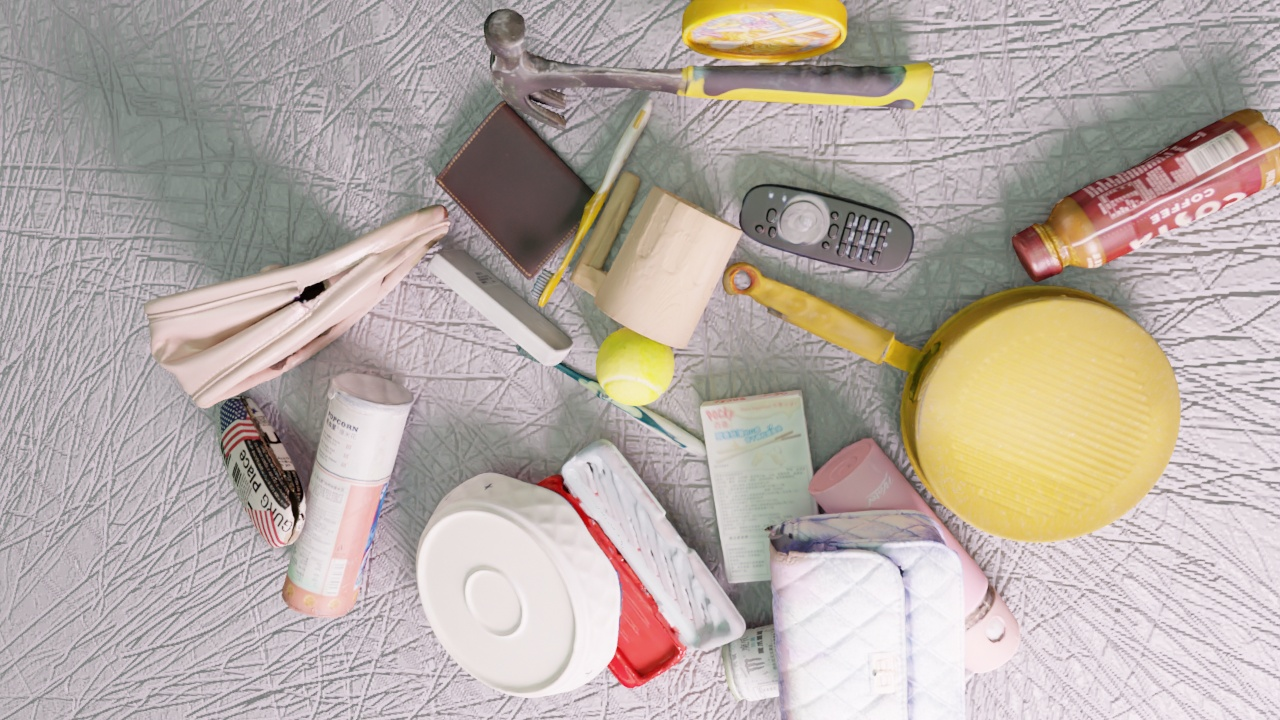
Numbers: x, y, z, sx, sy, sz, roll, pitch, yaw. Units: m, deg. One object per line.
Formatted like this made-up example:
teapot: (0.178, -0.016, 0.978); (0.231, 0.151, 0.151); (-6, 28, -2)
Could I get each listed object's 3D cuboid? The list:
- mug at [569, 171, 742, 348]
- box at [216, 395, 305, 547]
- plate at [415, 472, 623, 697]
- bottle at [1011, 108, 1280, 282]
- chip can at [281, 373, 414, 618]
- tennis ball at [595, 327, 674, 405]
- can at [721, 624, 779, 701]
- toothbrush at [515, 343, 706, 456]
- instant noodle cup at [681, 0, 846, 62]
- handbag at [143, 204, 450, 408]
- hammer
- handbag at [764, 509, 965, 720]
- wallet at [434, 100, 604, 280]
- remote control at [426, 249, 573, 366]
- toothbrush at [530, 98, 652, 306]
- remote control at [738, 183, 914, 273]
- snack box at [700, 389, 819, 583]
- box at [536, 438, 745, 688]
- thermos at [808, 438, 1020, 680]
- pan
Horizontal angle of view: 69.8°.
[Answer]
mug: (0.008, -0.084, 0.738); (0.125, 0.084, 0.104); (35, 105, 32)
box: (-0.344, 0.098, 0.834); (0.069, 0.052, 0.164); (-49, 61, 16)
plate: (-0.114, 0.200, 0.791); (0.205, 0.045, 0.205); (9, 108, 29)
bottle: (0.359, -0.113, 0.658); (0.175, 0.057, 0.057); (-27, 93, 15)
chip can: (-0.267, 0.123, 0.830); (0.071, 0.071, 0.215); (21, 103, 8)
tennis ball: (-0.004, 0.004, 0.754); (0.065, 0.065, 0.065); (2, 99, 12)
can: (0.145, 0.243, 0.765); (0.147, 0.058, 0.058); (-16, 95, 15)
toothbrush: (-0.026, 0.032, 0.789); (0.191, 0.018, 0.016); (30, 105, 6)
instant noodle cup: (0.090, -0.289, 0.663); (0.118, 0.118, 0.114); (1, 92, 12)
handbag: (-0.256, -0.061, 0.745); (0.234, 0.193, 0.093); (-26, 99, 7)
hammer: (0.052, -0.209, 0.686); (0.323, 0.126, 0.032); (2, 79, -2)
handbag: (0.166, 0.209, 0.672); (0.134, 0.075, 0.194); (-5, 102, 7)
wallet: (-0.105, -0.142, 0.777); (0.122, 0.020, 0.096); (46, 109, 1)
remote control: (-0.117, -0.045, 0.776); (0.135, 0.056, 0.019); (39, 105, 3)
toothbrush: (-0.040, -0.130, 0.749); (0.018, 0.016, 0.191); (29, 93, 8)
remote control: (0.146, -0.105, 0.724); (0.136, 0.024, 0.053); (16, 108, 8)
snack box: (0.104, 0.106, 0.767); (0.085, 0.026, 0.157); (-7, 97, 14)
box: (-0.017, 0.176, 0.791); (0.162, 0.058, 0.201); (-38, 89, 30)
thermos: (0.212, 0.163, 0.723); (0.087, 0.067, 0.198); (-40, 95, -15)
pan: (0.228, 0.008, 0.708); (0.357, 0.078, 0.198); (23, 104, -1)
